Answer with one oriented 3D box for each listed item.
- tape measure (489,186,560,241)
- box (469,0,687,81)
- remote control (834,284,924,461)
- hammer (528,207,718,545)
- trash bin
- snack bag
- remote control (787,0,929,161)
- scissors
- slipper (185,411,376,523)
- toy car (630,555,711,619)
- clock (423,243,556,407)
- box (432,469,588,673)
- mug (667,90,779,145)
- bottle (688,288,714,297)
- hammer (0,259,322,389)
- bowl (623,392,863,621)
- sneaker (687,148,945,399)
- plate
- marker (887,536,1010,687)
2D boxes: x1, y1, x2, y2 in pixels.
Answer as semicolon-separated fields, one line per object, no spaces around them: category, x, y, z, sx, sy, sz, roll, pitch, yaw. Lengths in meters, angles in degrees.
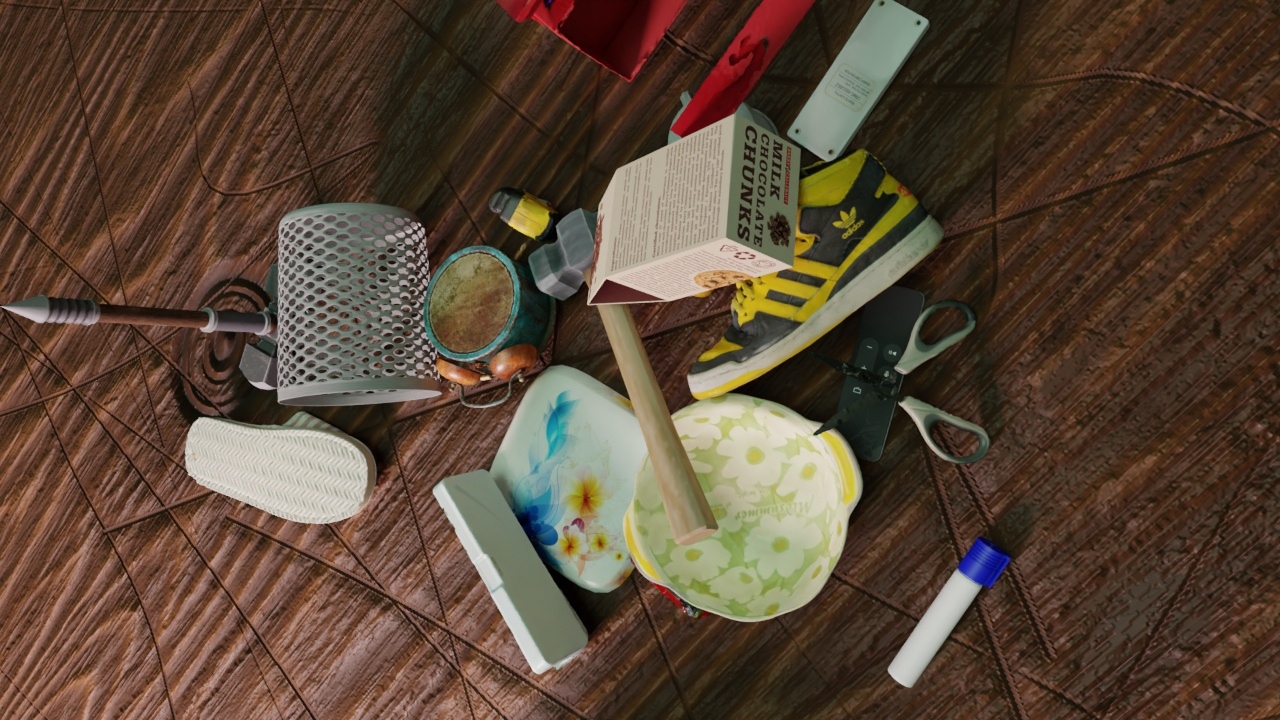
tape measure;-0.108;-0.144;0.886;0.064;0.065;0.037;30;99;0
box;-0.035;-0.349;0.686;0.124;0.377;0.212;40;105;5
remote control;0.196;0.010;0.766;0.045;0.008;0.147;17;97;25
hammer;-0.005;0.005;0.799;0.117;0.051;0.322;-32;62;22
trash bin;-0.286;-0.053;0.926;0.157;0.156;0.183;-8;83;26
snack bag;0.024;-0.107;0.733;0.207;0.069;0.094;-12;68;50
remote control;0.182;-0.236;0.774;0.050;0.011;0.136;39;106;21
scissors;0.212;0.016;0.721;0.170;0.012;0.157;34;81;-5
slipper;-0.403;0.114;1.037;0.263;0.052;0.115;7;90;22
toy car;0.032;0.195;0.825;0.091;0.042;0.036;35;142;27
clock;-0.145;-0.030;0.897;0.121;0.073;0.157;-8;74;25
box;-0.127;0.203;0.871;0.197;0.078;0.122;56;152;17
mug;0.064;-0.196;0.800;0.084;0.070;0.113;-41;74;20
bottle;0.071;-0.105;0.799;0.109;0.063;0.063;-37;74;13
hammer;-0.465;-0.043;0.918;0.043;0.321;0.156;25;100;24
bowl;0.091;0.122;0.788;0.220;0.060;0.188;-28;78;24
sneaker;0.112;-0.076;0.740;0.239;0.086;0.122;-36;93;9
plate;-0.064;0.114;0.888;0.187;0.016;0.187;31;103;23
marker;0.244;0.202;0.732;0.027;0.023;0.133;30;103;2
